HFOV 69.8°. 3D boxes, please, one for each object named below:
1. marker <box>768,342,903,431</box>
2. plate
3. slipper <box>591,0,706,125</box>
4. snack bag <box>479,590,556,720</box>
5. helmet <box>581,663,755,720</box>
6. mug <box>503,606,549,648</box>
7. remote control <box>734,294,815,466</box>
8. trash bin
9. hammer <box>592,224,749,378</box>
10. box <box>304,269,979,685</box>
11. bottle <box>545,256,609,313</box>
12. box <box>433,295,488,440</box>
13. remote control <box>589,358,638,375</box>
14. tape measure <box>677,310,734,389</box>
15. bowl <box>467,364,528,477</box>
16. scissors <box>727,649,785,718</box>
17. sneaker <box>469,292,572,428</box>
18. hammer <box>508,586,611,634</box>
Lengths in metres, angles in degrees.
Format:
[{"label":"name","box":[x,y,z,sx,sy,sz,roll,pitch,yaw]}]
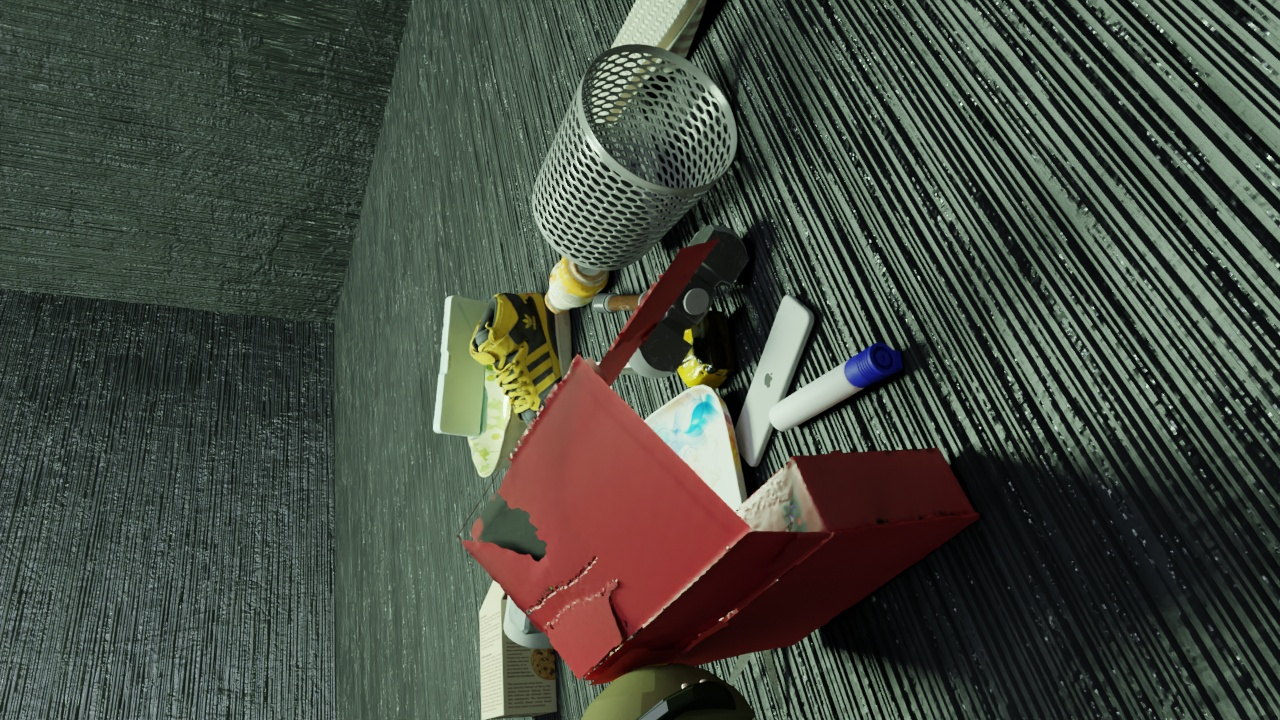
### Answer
[{"label":"marker","box":[0.141,0.022,0.682,0.133,0.027,0.023,138,133,-58]},{"label":"plate","box":[0.047,0.128,0.855,0.187,0.016,0.186,-39,55,56]},{"label":"slipper","box":[0.021,-0.358,0.990,0.264,0.052,0.115,-46,42,47]},{"label":"snack bag","box":[-0.163,0.355,1.200,0.095,0.069,0.206,138,132,-55]},{"label":"helmet","box":[0.032,0.321,0.551,0.234,0.255,0.250,-53,39,42]},{"label":"mug","box":[-0.131,0.293,1.121,0.113,0.084,0.070,25,111,47]},{"label":"remote control","box":[0.110,0.018,0.768,0.045,0.008,0.147,-125,46,-54]},{"label":"trash bin","box":[-0.016,-0.191,0.915,0.184,0.156,0.156,137,133,-58]},{"label":"hammer","box":[-0.003,-0.060,0.948,0.156,0.043,0.322,-57,17,-8]},{"label":"box","box":[-0.003,0.110,0.554,0.212,0.378,0.123,126,153,-43]},{"label":"bottle","box":[-0.083,-0.095,1.138,0.109,0.063,0.063,-42,48,55]},{"label":"box","box":[-0.255,0.013,1.331,0.122,0.078,0.197,123,151,-78]},{"label":"remote control","box":[-0.006,0.006,0.966,0.136,0.050,0.011,173,101,-64]},{"label":"tape measure","box":[0.057,-0.006,0.852,0.064,0.037,0.065,-40,49,55]},{"label":"bowl","box":[-0.197,0.077,1.345,0.220,0.060,0.188,152,120,-62]},{"label":"scissors","box":[0.099,0.195,0.730,0.158,0.012,0.170,-48,55,43]},{"label":"sneaker","box":[-0.159,0.018,1.205,0.086,0.122,0.238,143,129,-59]},{"label":"hammer","box":[-0.007,0.283,0.871,0.323,0.117,0.051,17,100,56]}]
